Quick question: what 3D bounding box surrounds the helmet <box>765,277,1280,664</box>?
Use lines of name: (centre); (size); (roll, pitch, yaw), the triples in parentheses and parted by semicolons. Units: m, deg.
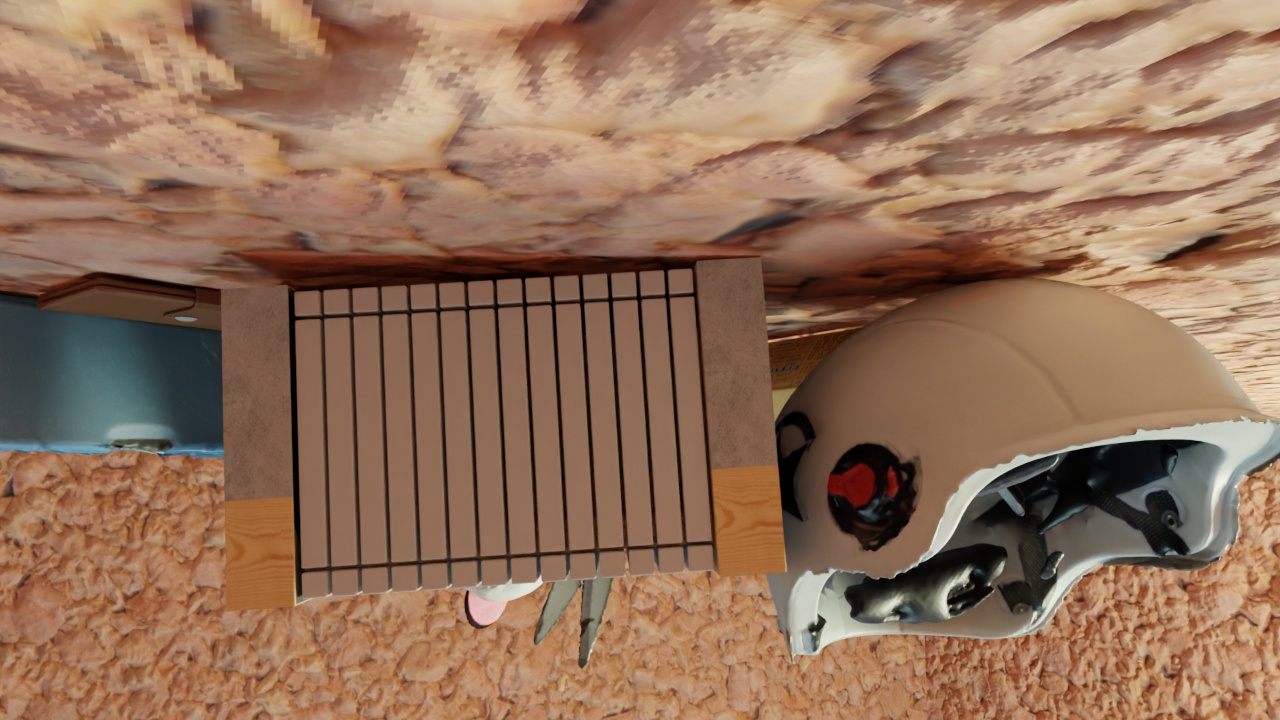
helmet: (0.177, 0.046, 0.490); (0.236, 0.163, 0.265); (1, 145, -25)

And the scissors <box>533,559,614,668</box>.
scissors: (-0.007, 0.090, 0.595); (0.161, 0.225, 0.016); (19, 144, -22)

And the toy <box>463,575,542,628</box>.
toy: (-0.066, 0.090, 0.670); (0.084, 0.212, 0.142); (35, 155, 30)

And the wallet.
wallet: (-0.265, -0.029, 0.527); (0.088, 0.013, 0.120); (-5, 172, 38)

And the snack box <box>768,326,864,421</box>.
snack box: (0.105, 0.024, 0.705); (0.057, 0.056, 0.207); (45, 152, -22)

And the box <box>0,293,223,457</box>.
box: (-0.322, 0.016, 0.577); (0.049, 0.093, 0.231); (-8, 171, 33)

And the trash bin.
trash bin: (-0.065, 0.039, 0.480); (0.247, 0.142, 0.142); (-4, 174, -2)
